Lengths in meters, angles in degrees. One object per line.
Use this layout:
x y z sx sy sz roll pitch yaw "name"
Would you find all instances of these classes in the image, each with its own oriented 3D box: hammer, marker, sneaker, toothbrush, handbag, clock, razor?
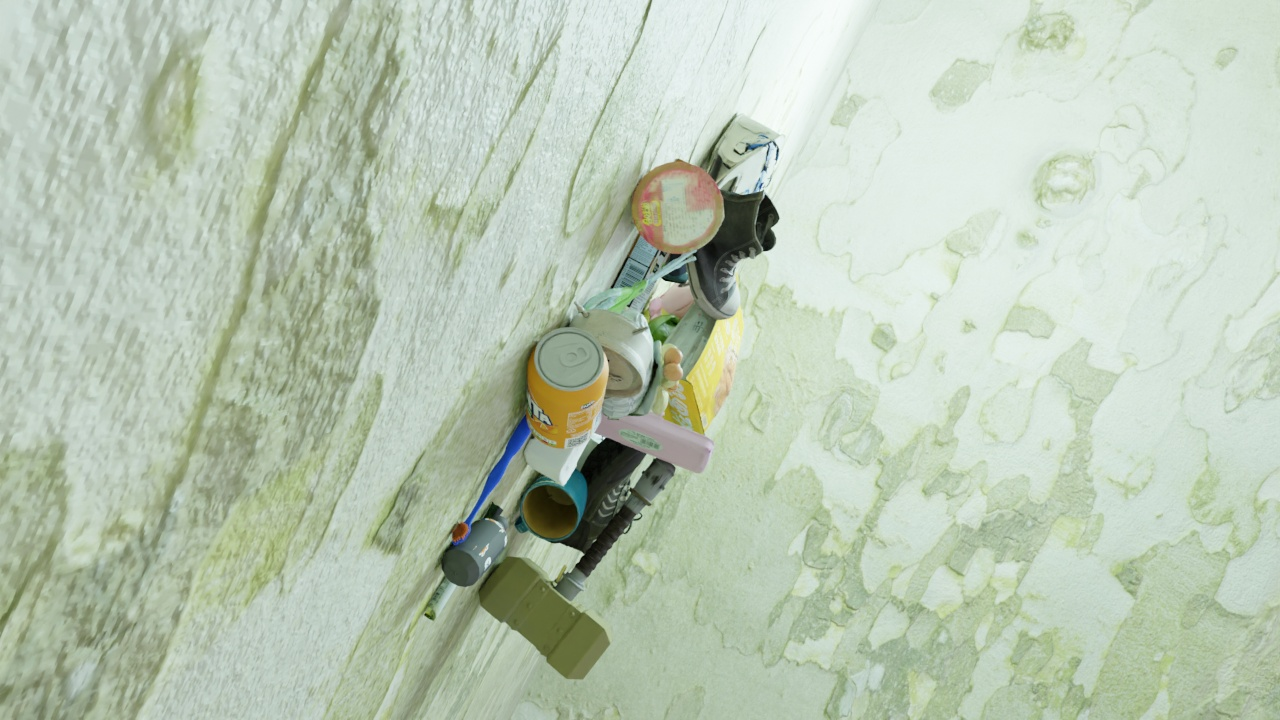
-0.059 0.275 1.336 0.324 0.190 0.101 -51 171 -9 "hammer"
-0.201 0.228 1.045 0.146 0.017 0.017 -59 172 -22 "marker"
-0.040 0.222 1.440 0.238 0.143 0.101 -48 -162 11 "sneaker"
-0.151 0.115 0.978 0.182 0.016 0.018 -60 168 -17 "toothbrush"
-0.007 0.007 1.143 0.171 0.123 0.112 80 18 -74 "handbag"
-0.038 -0.001 1.002 0.157 0.103 0.061 97 15 -59 "clock"
0.131 -0.253 1.362 0.199 0.093 0.201 -48 166 -37 "handbag"
0.050 -0.152 1.330 0.052 0.047 0.143 -36 165 -9 "razor"
0.132 -0.143 1.272 0.095 0.120 0.235 -57 146 -39 "sneaker"

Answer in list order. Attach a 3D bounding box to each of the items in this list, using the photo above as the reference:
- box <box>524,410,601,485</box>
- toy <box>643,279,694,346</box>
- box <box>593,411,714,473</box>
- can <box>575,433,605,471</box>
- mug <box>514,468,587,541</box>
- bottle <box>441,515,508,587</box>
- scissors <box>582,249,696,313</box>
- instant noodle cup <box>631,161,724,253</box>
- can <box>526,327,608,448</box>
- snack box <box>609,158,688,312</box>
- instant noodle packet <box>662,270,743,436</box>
-0.104 0.088 1.143 0.107 0.076 0.102 -63 172 -17 "box"
0.027 -0.031 1.441 0.237 0.088 0.190 -53 163 -20 "toy"
0.008 0.108 1.346 0.150 0.201 0.073 77 34 -79 "box"
-0.083 0.172 1.505 0.127 0.064 0.064 -64 173 13 "can"
-0.127 0.200 1.282 0.112 0.084 0.104 -35 -173 15 "mug"
-0.176 0.204 1.004 0.047 0.047 0.112 -65 173 25 "bottle"
-0.002 -0.081 1.057 0.175 0.032 0.078 -28 154 -21 "scissors"
0.038 -0.161 1.019 0.097 0.097 0.108 -62 -178 0 "instant noodle cup"
-0.076 0.030 0.931 0.079 0.079 0.143 -59 172 -27 "can"
0.022 -0.152 1.150 0.186 0.031 0.101 -63 173 3 "snack box"
0.104 -0.015 1.421 0.221 0.084 0.163 -58 151 -26 "instant noodle packet"
